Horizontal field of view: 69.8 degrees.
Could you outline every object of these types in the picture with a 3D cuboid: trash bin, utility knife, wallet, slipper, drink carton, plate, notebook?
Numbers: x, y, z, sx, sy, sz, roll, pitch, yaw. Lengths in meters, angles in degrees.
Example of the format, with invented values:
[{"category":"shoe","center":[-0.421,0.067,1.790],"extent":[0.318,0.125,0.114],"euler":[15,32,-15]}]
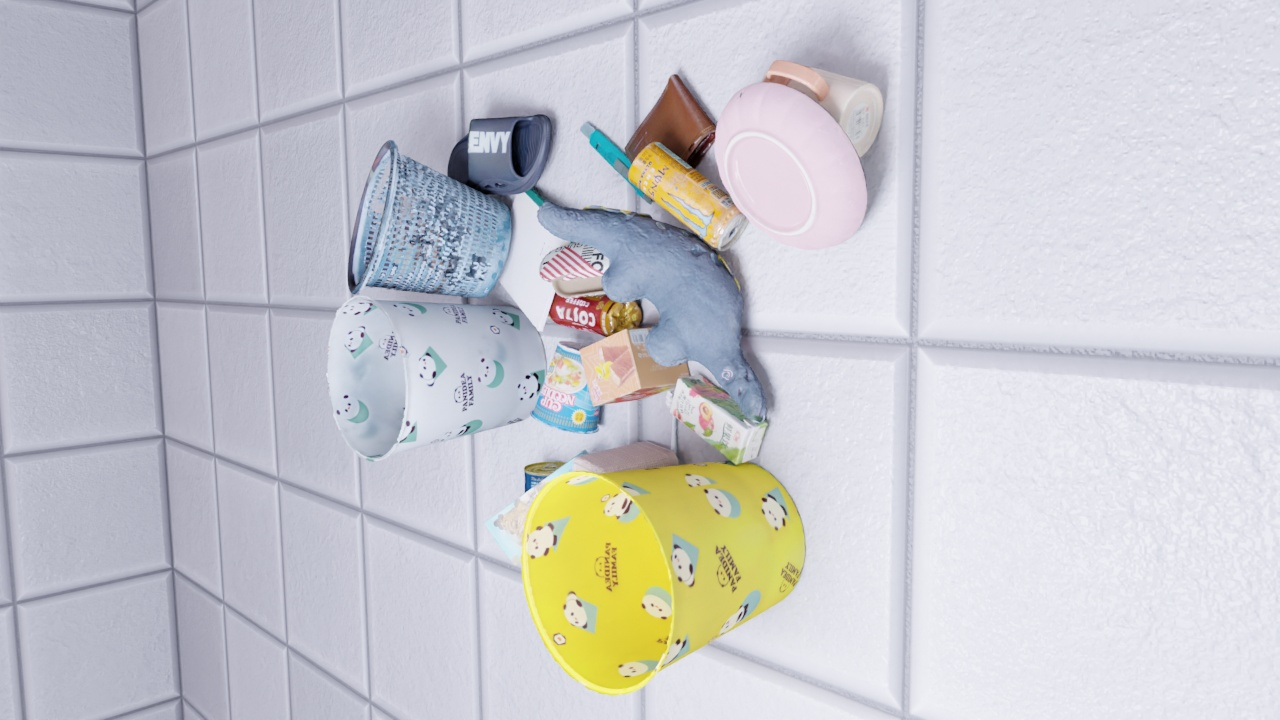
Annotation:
[{"category":"trash bin","center":[0.037,0.220,1.025],"extent":[0.230,0.254,0.229],"euler":[5,97,45]},{"category":"utility knife","center":[-0.032,-0.265,1.215],"extent":[0.174,0.013,0.029],"euler":[49,125,31]},{"category":"wallet","center":[0.035,-0.273,1.133],"extent":[0.125,0.032,0.101],"euler":[-50,58,36]},{"category":"trash bin","center":[-0.305,-0.186,1.352],"extent":[0.227,0.195,0.226],"euler":[-34,49,52]},{"category":"trash bin","center":[-0.291,0.015,1.344],"extent":[0.230,0.251,0.229],"euler":[8,100,46]},{"category":"slipper","center":[-0.231,-0.301,1.358],"extent":[0.269,0.083,0.110],"euler":[1,86,49]},{"category":"drink carton","center":[0.094,0.069,1.101],"extent":[0.122,0.045,0.054],"euler":[36,125,38]},{"category":"plate","center":[0.144,-0.191,0.952],"extent":[0.192,0.039,0.193],"euler":[39,153,24]},{"category":"notebook","center":[-0.158,-0.154,1.312],"extent":[0.209,0.012,0.151],"euler":[49,123,50]}]

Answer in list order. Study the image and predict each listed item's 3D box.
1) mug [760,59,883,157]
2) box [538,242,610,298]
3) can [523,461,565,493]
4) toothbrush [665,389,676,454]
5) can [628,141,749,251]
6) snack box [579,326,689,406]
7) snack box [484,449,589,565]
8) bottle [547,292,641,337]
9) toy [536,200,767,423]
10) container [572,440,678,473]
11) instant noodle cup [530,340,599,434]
[{"category":"mug","center":[0.175,-0.262,0.932],"extent":[0.106,0.114,0.081],"euler":[29,85,38]},{"category":"box","center":[-0.044,-0.118,1.186],"extent":[0.163,0.086,0.076],"euler":[-9,50,19]},{"category":"can","center":[-0.130,0.209,1.328],"extent":[0.075,0.075,0.111],"euler":[7,100,45]},{"category":"toothbrush","center":[0.040,0.126,1.184],"extent":[0.016,0.016,0.180],"euler":[12,104,52]},{"category":"can","center":[0.056,-0.193,1.074],"extent":[0.146,0.058,0.058],"euler":[41,124,15]},{"category":"snack box","center":[-0.007,0.007,1.163],"extent":[0.095,0.092,0.077],"euler":[-22,79,45]},{"category":"snack box","center":[-0.124,0.202,1.258],"extent":[0.175,0.051,0.074],"euler":[-37,87,16]},{"category":"bottle","center":[-0.077,-0.069,1.251],"extent":[0.175,0.057,0.057],"euler":[15,105,45]},{"category":"toy","center":[0.041,-0.080,1.070],"extent":[0.356,0.137,0.092],"euler":[47,155,3]},{"category":"container","center":[-0.022,0.160,1.171],"extent":[0.090,0.110,0.090],"euler":[16,109,57]},{"category":"instant noodle cup","center":[-0.092,0.033,1.262],"extent":[0.099,0.099,0.110],"euler":[23,103,42]}]
